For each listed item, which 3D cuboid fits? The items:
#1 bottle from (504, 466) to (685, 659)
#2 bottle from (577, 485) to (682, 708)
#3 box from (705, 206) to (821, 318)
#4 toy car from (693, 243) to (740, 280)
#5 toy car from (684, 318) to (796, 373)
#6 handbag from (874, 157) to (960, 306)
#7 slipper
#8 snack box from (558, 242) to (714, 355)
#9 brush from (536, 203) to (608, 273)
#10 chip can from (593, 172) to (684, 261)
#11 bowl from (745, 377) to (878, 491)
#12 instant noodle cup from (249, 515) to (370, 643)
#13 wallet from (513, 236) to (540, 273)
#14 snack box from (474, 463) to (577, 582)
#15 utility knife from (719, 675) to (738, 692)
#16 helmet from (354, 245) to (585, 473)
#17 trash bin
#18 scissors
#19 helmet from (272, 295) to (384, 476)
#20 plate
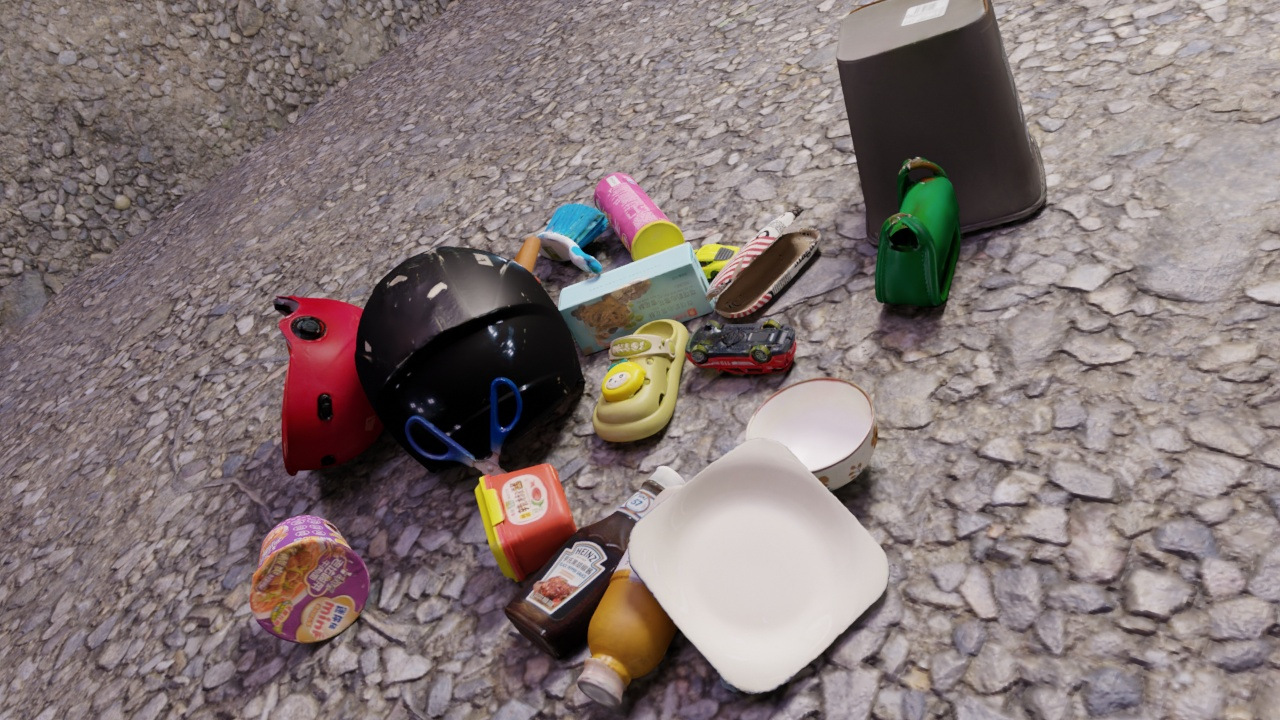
[{"bbox_3d":[-0.031,0.173,0.820,0.194,0.044,0.080,-45,35,-24],"label":"bottle"},{"bbox_3d":[0.008,0.189,0.748,0.068,0.068,0.189,1,44,36],"label":"bottle"},{"bbox_3d":[0.147,-0.104,1.064,0.163,0.081,0.075,-47,6,-23],"label":"box"},{"bbox_3d":[0.077,-0.123,1.141,0.105,0.032,0.048,-3,42,35],"label":"toy car"},{"bbox_3d":[0.105,-0.012,0.962,0.121,0.045,0.052,3,43,31],"label":"toy car"},{"bbox_3d":[0.277,-0.125,0.926,0.068,0.120,0.131,4,43,30],"label":"handbag"},{"bbox_3d":[-0.006,0.006,0.990,0.092,0.081,0.190,-11,35,28],"label":"slipper"},{"bbox_3d":[-0.005,-0.072,1.093,0.175,0.074,0.051,-19,34,14],"label":"snack box"},{"bbox_3d":[-0.082,-0.161,1.235,0.109,0.060,0.315,-46,22,-13],"label":"brush"},{"bbox_3d":[-0.005,-0.192,1.256,0.071,0.071,0.210,-29,33,-1],"label":"chip can"},{"bbox_3d":[0.155,0.075,0.800,0.114,0.062,0.113,-20,35,15],"label":"bowl"},{"bbox_3d":[-0.339,0.213,0.935,0.111,0.111,0.099,-36,26,-11],"label":"instant noodle cup"},{"bbox_3d":[-0.178,-0.096,1.256,0.119,0.035,0.130,-49,19,28],"label":"wallet"},{"bbox_3d":[-0.105,0.150,0.870,0.080,0.082,0.091,-20,49,-7],"label":"snack box"},{"bbox_3d":[0.082,0.175,0.762,0.029,0.013,0.220,-14,37,20],"label":"utility knife"},{"bbox_3d":[-0.201,-0.017,1.018,0.233,0.230,0.274,-31,49,-7],"label":"helmet"},{"bbox_3d":[0.322,-0.277,1.005,0.199,0.220,0.198,-10,36,24],"label":"trash bin"},{"bbox_3d":[-0.156,0.095,0.909,0.162,0.176,0.012,17,12,-4],"label":"scissors"},{"bbox_3d":[-0.369,0.029,1.126,0.143,0.207,0.239,-4,35,-18],"label":"helmet"},{"bbox_3d":[0.091,0.158,0.715,0.163,0.034,0.164,-35,66,-17],"label":"plate"}]
